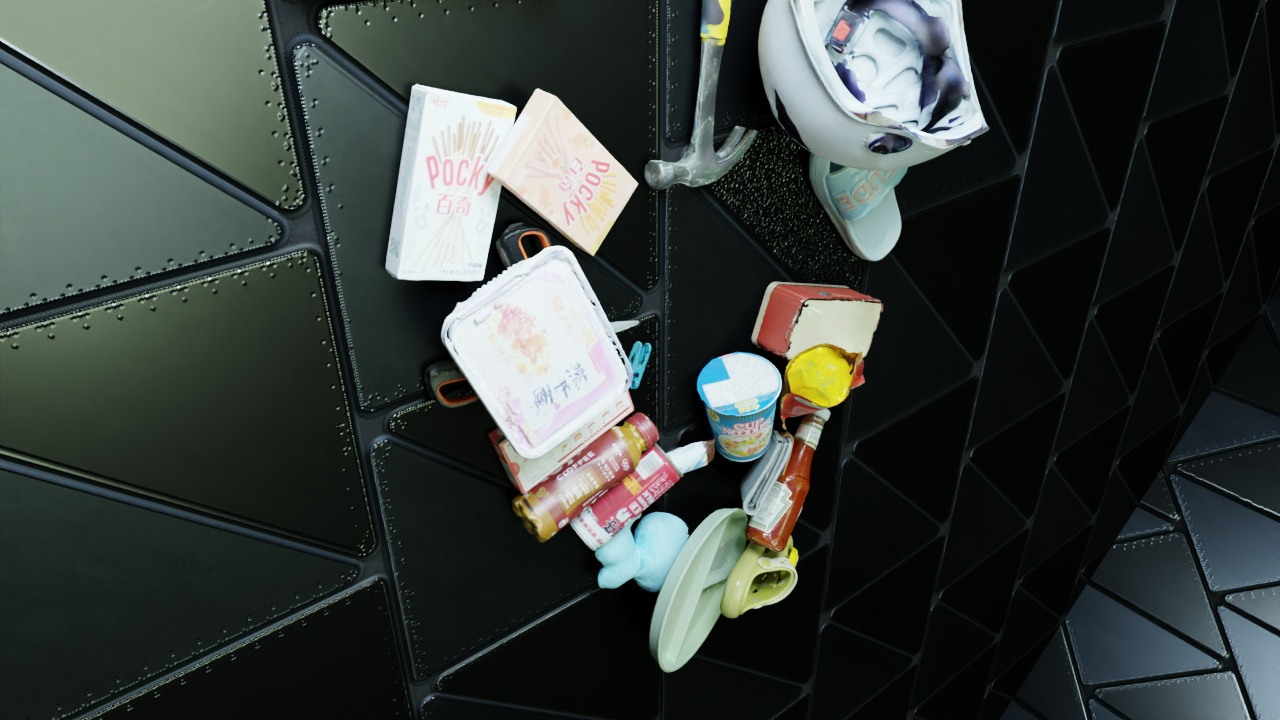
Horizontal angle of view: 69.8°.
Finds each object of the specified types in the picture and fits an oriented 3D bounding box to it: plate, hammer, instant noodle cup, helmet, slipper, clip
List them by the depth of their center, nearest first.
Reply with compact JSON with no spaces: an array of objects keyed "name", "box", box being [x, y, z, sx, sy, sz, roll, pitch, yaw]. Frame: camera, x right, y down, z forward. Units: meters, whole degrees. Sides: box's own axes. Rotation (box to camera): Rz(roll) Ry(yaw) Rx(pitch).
[{"name":"instant noodle cup","box":[-0.098,-0.012,0.838,0.138,0.060,0.173,-37,128,-13]},{"name":"hammer","box":[0.072,-0.326,0.872,0.125,0.032,0.324,-16,123,-36]},{"name":"helmet","box":[0.211,-0.290,0.919,0.258,0.146,0.229,-2,75,-31]},{"name":"clip","box":[-0.005,0.006,1.009,0.046,0.014,0.057,6,110,-42]},{"name":"slipper","box":[0.271,-0.204,1.095,0.104,0.074,0.245,-47,138,-10]},{"name":"instant noodle cup","box":[0.122,0.062,1.105,0.099,0.099,0.110,-36,141,-22]},{"name":"plate","box":[0.077,0.295,1.200,0.229,0.027,0.231,-42,143,-42]},{"name":"slipper","box":[0.173,0.298,1.262,0.190,0.082,0.092,-31,140,-57]}]

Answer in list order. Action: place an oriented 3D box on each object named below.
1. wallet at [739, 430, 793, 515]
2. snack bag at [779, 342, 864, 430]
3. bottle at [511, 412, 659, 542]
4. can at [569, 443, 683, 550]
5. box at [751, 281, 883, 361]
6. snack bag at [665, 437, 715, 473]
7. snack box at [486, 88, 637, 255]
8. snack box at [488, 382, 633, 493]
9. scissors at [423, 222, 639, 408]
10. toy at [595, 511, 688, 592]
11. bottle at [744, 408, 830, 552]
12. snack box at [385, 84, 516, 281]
[{"name":"wallet","box":[0.164,0.139,1.172,0.106,0.037,0.129,-60,177,5]},{"name":"snack bag","box":[0.225,0.035,1.139,0.128,0.073,0.208,-33,166,4]},{"name":"bottle","box":[-0.056,0.122,0.998,0.174,0.057,0.057,-37,134,-21]},{"name":"can","box":[-0.018,0.154,1.042,0.132,0.053,0.053,-41,136,-4]},{"name":"box","box":[0.229,-0.043,1.147,0.168,0.078,0.091,-1,114,-41]},{"name":"snack bag","box":[0.043,0.124,1.100,0.104,0.026,0.048,-16,137,-12]},{"name":"snack box","box":[-0.066,-0.164,0.823,0.084,0.026,0.157,-59,147,-2]},{"name":"snack box","box":[-0.080,0.064,0.965,0.155,0.027,0.077,-36,133,-21]},{"name":"scissors","box":[-0.101,-0.028,0.882,0.229,0.022,0.221,-16,120,-27]},{"name":"toy","box":[0.008,0.233,1.126,0.155,0.050,0.162,-27,128,-32]},{"name":"bottle","box":[0.204,0.156,1.242,0.059,0.060,0.206,35,75,-47]},{"name":"snack box","box":[-0.160,-0.144,0.770,0.084,0.027,0.157,-3,116,-42]}]
